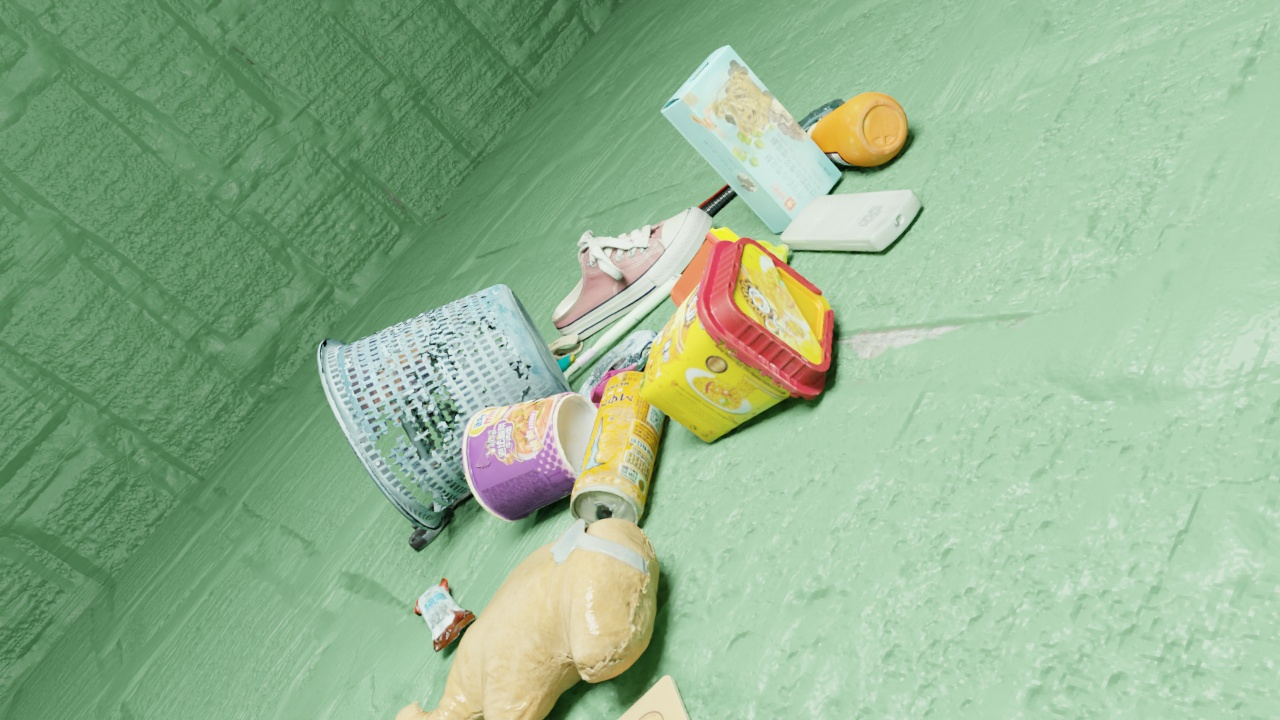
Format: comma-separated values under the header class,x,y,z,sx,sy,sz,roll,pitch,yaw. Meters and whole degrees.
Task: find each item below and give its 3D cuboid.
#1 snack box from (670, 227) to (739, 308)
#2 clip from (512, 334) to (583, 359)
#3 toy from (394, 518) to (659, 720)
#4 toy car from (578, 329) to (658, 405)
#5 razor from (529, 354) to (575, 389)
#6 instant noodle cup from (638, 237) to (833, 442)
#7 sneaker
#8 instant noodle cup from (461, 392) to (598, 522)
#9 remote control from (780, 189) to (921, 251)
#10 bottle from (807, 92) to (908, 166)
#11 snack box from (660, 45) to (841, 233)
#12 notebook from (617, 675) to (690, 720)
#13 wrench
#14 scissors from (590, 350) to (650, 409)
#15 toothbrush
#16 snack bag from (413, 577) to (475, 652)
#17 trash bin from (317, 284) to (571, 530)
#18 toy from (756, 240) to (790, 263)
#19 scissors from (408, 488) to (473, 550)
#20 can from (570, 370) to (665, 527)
class,x,y,z,sx,sy,sz,roll,pitch,yaw
snack box,0.079,-0.056,0.783,0.080,0.091,0.082,-49,21,8
clip,-0.127,-0.012,1.102,0.102,0.095,0.034,-43,19,36
toy,-0.077,0.194,0.635,0.226,0.082,0.143,-39,14,22
toy car,-0.022,0.007,0.926,0.105,0.031,0.049,-46,23,-4
razor,-0.117,0.021,1.074,0.133,0.028,0.043,-29,62,38
instant noodle cup,0.068,-0.009,0.702,0.124,0.116,0.116,-43,19,38
sneaker,-0.027,-0.111,1.062,0.242,0.088,0.118,-33,25,31
instant noodle cup,-0.088,0.080,0.824,0.099,0.111,0.111,-22,31,30
remote control,0.180,-0.120,0.800,0.058,0.021,0.150,-49,22,-9
bottle,0.200,-0.218,0.892,0.066,0.067,0.149,-47,15,-4
snack box,0.108,-0.208,0.879,0.074,0.175,0.052,-51,17,-15
notebook,-0.011,0.275,0.471,0.148,0.008,0.207,-44,22,4
wrench,0.124,-0.212,1.069,0.274,0.016,0.056,-37,23,20
scissors,-0.005,0.004,0.865,0.135,0.017,0.108,-48,-18,3
toothbrush,-0.025,-0.030,1.013,0.190,0.020,0.029,-42,27,7
snack bag,-0.180,0.227,0.828,0.045,0.026,0.105,-42,21,-15
trash bin,-0.185,0.030,0.948,0.195,0.226,0.226,-30,23,-1
toy,0.092,-0.075,0.863,0.097,0.031,0.099,-9,46,39
scissors,-0.189,0.151,1.002,0.176,0.014,0.132,-20,32,42
can,-0.015,0.074,0.760,0.058,0.058,0.145,-31,26,31
